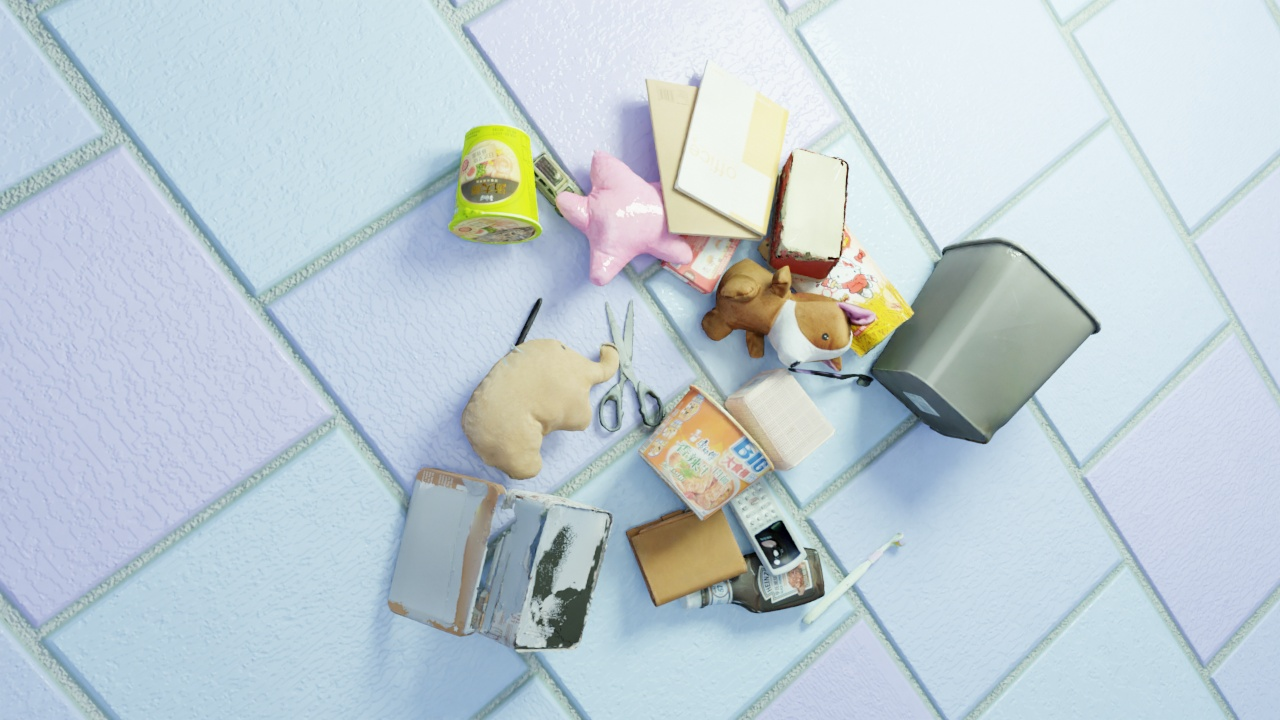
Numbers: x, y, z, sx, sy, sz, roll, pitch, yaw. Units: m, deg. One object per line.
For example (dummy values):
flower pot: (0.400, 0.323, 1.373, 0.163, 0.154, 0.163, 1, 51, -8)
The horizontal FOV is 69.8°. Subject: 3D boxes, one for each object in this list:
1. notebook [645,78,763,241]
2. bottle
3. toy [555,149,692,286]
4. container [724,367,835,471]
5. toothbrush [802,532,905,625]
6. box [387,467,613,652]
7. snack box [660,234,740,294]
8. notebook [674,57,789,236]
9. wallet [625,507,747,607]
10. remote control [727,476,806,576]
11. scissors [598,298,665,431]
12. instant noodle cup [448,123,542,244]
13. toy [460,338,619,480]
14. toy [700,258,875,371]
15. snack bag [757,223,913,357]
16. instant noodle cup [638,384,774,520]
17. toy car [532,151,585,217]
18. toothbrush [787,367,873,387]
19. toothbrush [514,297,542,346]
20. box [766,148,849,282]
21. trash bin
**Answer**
notebook: (0.084, -0.261, 1.195, 0.149, 0.012, 0.211, -1, 77, -32)
bottle: (0.148, 0.297, 1.221, 0.194, 0.044, 0.080, -6, 82, -16)
toy: (-0.013, -0.192, 1.167, 0.194, 0.075, 0.178, -20, 85, -29)
container: (0.180, 0.075, 1.216, 0.090, 0.090, 0.111, -37, 96, -15)
toothbrush: (0.298, 0.305, 1.278, 0.189, 0.029, 0.020, -37, 56, -13)
box: (-0.165, 0.241, 1.115, 0.158, 0.206, 0.180, 22, 78, -58)
snack box: (0.096, -0.172, 1.230, 0.075, 0.025, 0.152, 31, 80, -14)
notebook: (0.125, -0.281, 1.212, 0.145, 0.010, 0.206, 25, 65, -24)
wallet: (0.059, 0.246, 1.188, 0.131, 0.031, 0.107, -17, 69, -17)
remote control: (0.161, 0.210, 1.218, 0.058, 0.021, 0.150, -26, 78, -18)
scissors: (-0.020, 0.013, 1.196, 0.163, 0.014, 0.165, 43, 76, -11)
instant noodle cup: (-0.175, -0.216, 1.115, 0.111, 0.112, 0.123, 2, 79, -17)
toy: (-0.117, 0.038, 1.125, 0.225, 0.082, 0.143, -43, 119, -17)
toy: (0.189, -0.051, 1.191, 0.199, 0.140, 0.130, 20, 57, -5)
snack bag: (0.271, -0.112, 1.255, 0.128, 0.073, 0.208, -37, 84, -14)
instant noodle cup: (0.077, 0.121, 1.158, 0.111, 0.151, 0.151, -43, 100, -5)
toy car: (-0.106, -0.222, 1.167, 0.042, 0.035, 0.090, -45, 103, -11)
toothbrush: (0.259, 0.022, 1.242, 0.188, 0.014, 0.017, 6, 113, -42)
toothbrush: (-0.161, 0.003, 1.154, 0.018, 0.016, 0.181, 26, 82, -21)
box: (0.223, -0.197, 1.210, 0.091, 0.077, 0.168, 12, 64, -4)
trash bin: (0.456, -0.021, 1.256, 0.199, 0.199, 0.219, 40, 85, -10)
